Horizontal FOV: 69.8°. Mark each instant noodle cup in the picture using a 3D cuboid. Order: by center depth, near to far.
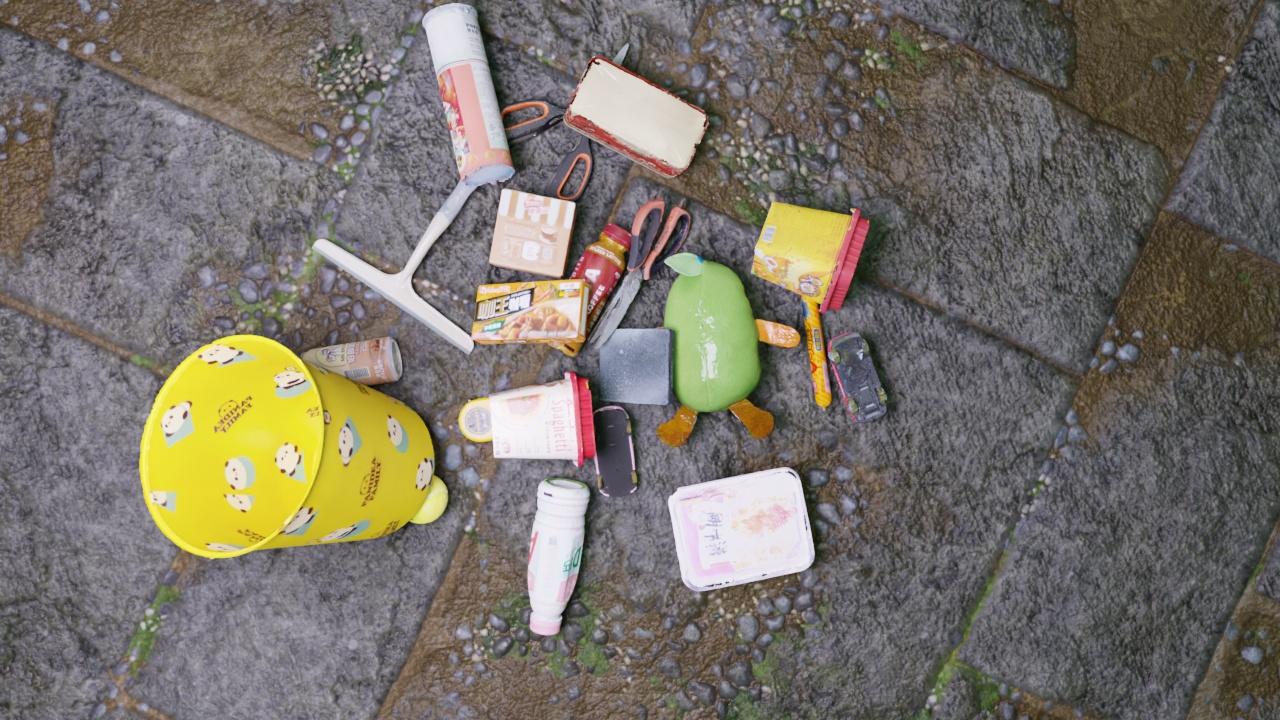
[{"bbox_3d":[-0.125,0.076,1.150,0.124,0.117,0.116,-5,92,-9],"label":"instant noodle cup"},{"bbox_3d":[0.212,-0.137,1.163,0.124,0.116,0.115,18,71,9],"label":"instant noodle cup"},{"bbox_3d":[0.129,0.216,1.196,0.173,0.060,0.138,-11,92,-1],"label":"instant noodle cup"}]

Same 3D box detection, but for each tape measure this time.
[{"bbox_3d":[-0.207,0.077,1.196,0.057,0.029,0.060,-8,92,-3],"label":"tape measure"}]

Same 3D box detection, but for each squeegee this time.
[{"bbox_3d":[-0.256,-0.176,1.183,0.246,0.039,0.246,35,90,-3],"label":"squeegee"}]

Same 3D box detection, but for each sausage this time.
[{"bbox_3d":[0.233,-0.015,1.213,0.021,0.021,0.165,-9,91,-2],"label":"sausage"}]

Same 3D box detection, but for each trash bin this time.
[{"bbox_3d":[-0.382,0.109,1.052,0.230,0.255,0.229,-4,78,18],"label":"trash bin"}]

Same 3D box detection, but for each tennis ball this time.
[{"bbox_3d":[-0.280,0.176,1.177,0.065,0.065,0.065,0,91,-2],"label":"tennis ball"}]

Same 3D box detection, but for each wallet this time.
[{"bbox_3d":[-0.007,0.007,1.172,0.121,0.019,0.097,2,93,40],"label":"wallet"}]

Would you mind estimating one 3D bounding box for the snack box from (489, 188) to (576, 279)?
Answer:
[{"bbox_3d":[-0.135,-0.159,1.168,0.093,0.077,0.094,11,92,-2],"label":"snack box"}]

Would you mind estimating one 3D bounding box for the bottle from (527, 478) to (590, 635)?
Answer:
[{"bbox_3d":[-0.111,0.254,1.187,0.068,0.068,0.197,9,95,-2],"label":"bottle"}]

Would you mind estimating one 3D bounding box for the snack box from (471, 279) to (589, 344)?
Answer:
[{"bbox_3d":[-0.139,-0.060,1.158,0.154,0.026,0.075,-1,77,24],"label":"snack box"}]

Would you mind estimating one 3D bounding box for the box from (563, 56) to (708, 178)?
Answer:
[{"bbox_3d":[-0.005,-0.305,1.157,0.168,0.079,0.091,25,87,-9],"label":"box"}]

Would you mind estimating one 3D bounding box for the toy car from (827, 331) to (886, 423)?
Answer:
[{"bbox_3d":[0.282,0.022,1.203,0.053,0.045,0.120,-20,97,-4],"label":"toy car"}]

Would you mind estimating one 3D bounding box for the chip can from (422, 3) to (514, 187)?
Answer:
[{"bbox_3d":[-0.214,-0.330,1.150,0.071,0.071,0.214,-14,84,-2],"label":"chip can"}]

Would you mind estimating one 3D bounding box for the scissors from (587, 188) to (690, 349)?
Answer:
[{"bbox_3d":[-0.010,-0.118,1.168,0.205,0.015,0.195,-30,129,-31],"label":"scissors"}]

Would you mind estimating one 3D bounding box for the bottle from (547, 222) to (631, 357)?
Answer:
[{"bbox_3d":[-0.067,-0.092,1.182,0.057,0.057,0.175,29,91,-3],"label":"bottle"}]

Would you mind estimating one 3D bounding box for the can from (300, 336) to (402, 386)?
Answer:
[{"bbox_3d":[-0.369,0.007,1.173,0.116,0.058,0.058,-9,92,-2],"label":"can"}]

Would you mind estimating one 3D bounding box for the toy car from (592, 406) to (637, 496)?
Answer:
[{"bbox_3d":[-0.036,0.119,1.201,0.056,0.037,0.122,-7,104,-1],"label":"toy car"}]

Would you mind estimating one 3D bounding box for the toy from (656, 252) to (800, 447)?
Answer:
[{"bbox_3d":[0.090,-0.015,1.175,0.227,0.090,0.246,-3,88,11],"label":"toy"}]

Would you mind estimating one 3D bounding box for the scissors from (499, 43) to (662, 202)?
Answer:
[{"bbox_3d":[-0.079,-0.306,1.198,0.221,0.022,0.224,-2,93,-7],"label":"scissors"}]
